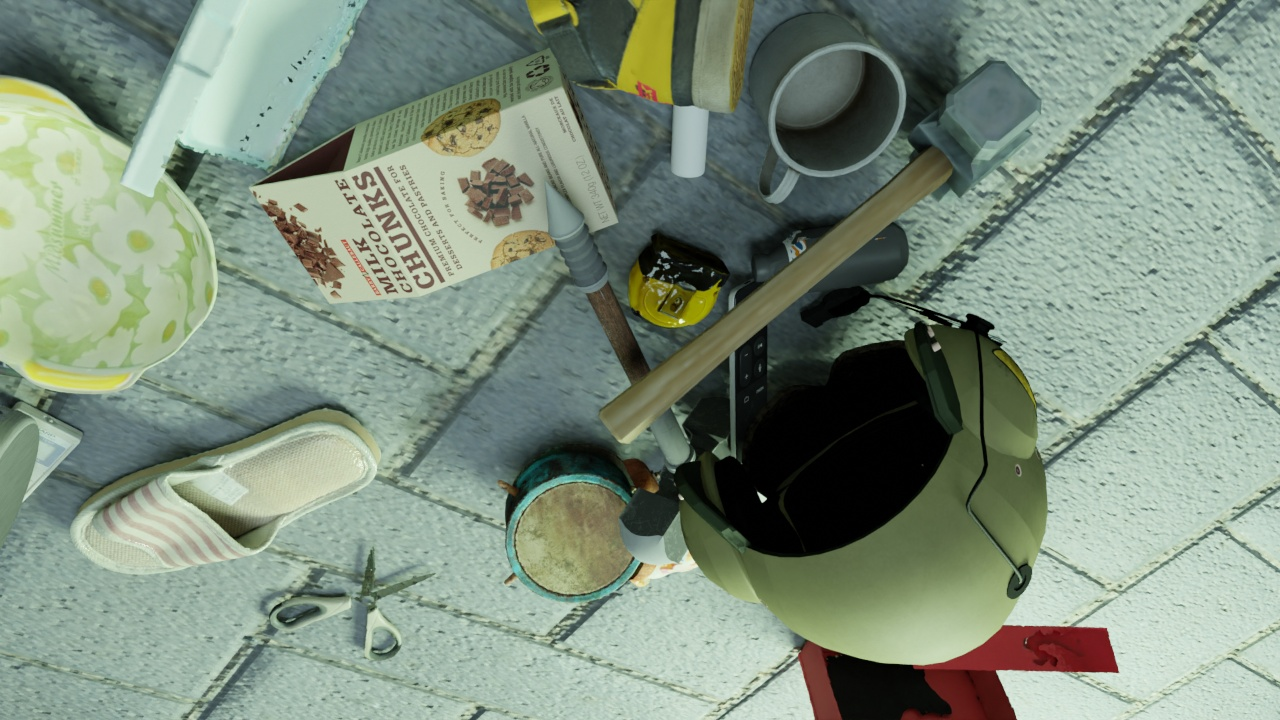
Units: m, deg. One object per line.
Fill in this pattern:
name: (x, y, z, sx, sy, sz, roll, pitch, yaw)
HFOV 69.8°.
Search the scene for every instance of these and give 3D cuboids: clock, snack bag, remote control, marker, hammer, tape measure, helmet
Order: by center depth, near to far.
marker: (0.035, -0.182, 0.581, 0.027, 0.023, 0.133, -14, 130, -18)
snack bag: (-0.130, -0.107, 0.584, 0.206, 0.069, 0.094, -19, 128, 6)
hammer: (0.106, -0.058, 0.584, 0.323, 0.117, 0.051, -39, 82, 0)
hammer: (-0.003, 0.005, 0.636, 0.043, 0.155, 0.322, 16, 147, 35)
helmet: (0.158, 0.081, 0.645, 0.251, 0.255, 0.233, -33, 122, 18)
tape measure: (0.025, -0.053, 0.671, 0.065, 0.037, 0.064, 20, 121, -23)
remote control: (0.084, 0.009, 0.710, 0.045, 0.008, 0.147, -30, 125, -44)
remote control: (-0.493, 0.085, 0.712, 0.136, 0.011, 0.050, -38, 124, 20)
clock: (-0.037, 0.134, 0.772, 0.157, 0.073, 0.121, -3, 105, -7)

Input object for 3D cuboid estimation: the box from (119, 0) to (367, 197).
box: (-0.203, -0.178, 0.497, 0.198, 0.078, 0.122, -48, 160, 26)

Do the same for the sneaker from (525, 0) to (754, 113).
sneaker: (0.002, -0.256, 0.482, 0.122, 0.085, 0.239, 6, 110, 10)

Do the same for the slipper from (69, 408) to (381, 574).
slipper: (-0.336, 0.115, 0.735, 0.263, 0.052, 0.115, -22, 129, 8)

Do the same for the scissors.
scissors: (-0.268, 0.232, 0.863, 0.157, 0.012, 0.171, -3, 128, -8)

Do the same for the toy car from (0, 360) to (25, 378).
toy car: (-0.429, -0.009, 0.633, 0.091, 0.036, 0.042, 15, 123, -19)

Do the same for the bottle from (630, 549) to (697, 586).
bottle: (0.031, 0.159, 0.822, 0.109, 0.063, 0.063, -39, 124, 21)

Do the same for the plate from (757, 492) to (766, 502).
plate: (0.184, 0.095, 0.825, 0.187, 0.016, 0.187, 1, 127, -10)

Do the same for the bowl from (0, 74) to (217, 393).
bowl: (-0.360, -0.081, 0.574, 0.188, 0.060, 0.220, 3, 126, -11)

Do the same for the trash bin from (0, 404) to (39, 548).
trash bin: (-0.525, 0.077, 0.604, 0.183, 0.156, 0.157, 20, 122, -20)

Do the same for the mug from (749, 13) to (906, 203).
mug: (0.106, -0.157, 0.582, 0.084, 0.070, 0.113, 23, 121, -24)

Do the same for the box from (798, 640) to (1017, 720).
box: (0.303, 0.409, 0.868, 0.211, 0.378, 0.124, 6, 110, -13)

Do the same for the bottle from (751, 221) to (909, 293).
bottle: (0.137, -0.075, 0.666, 0.112, 0.047, 0.047, -8, 128, -3)
